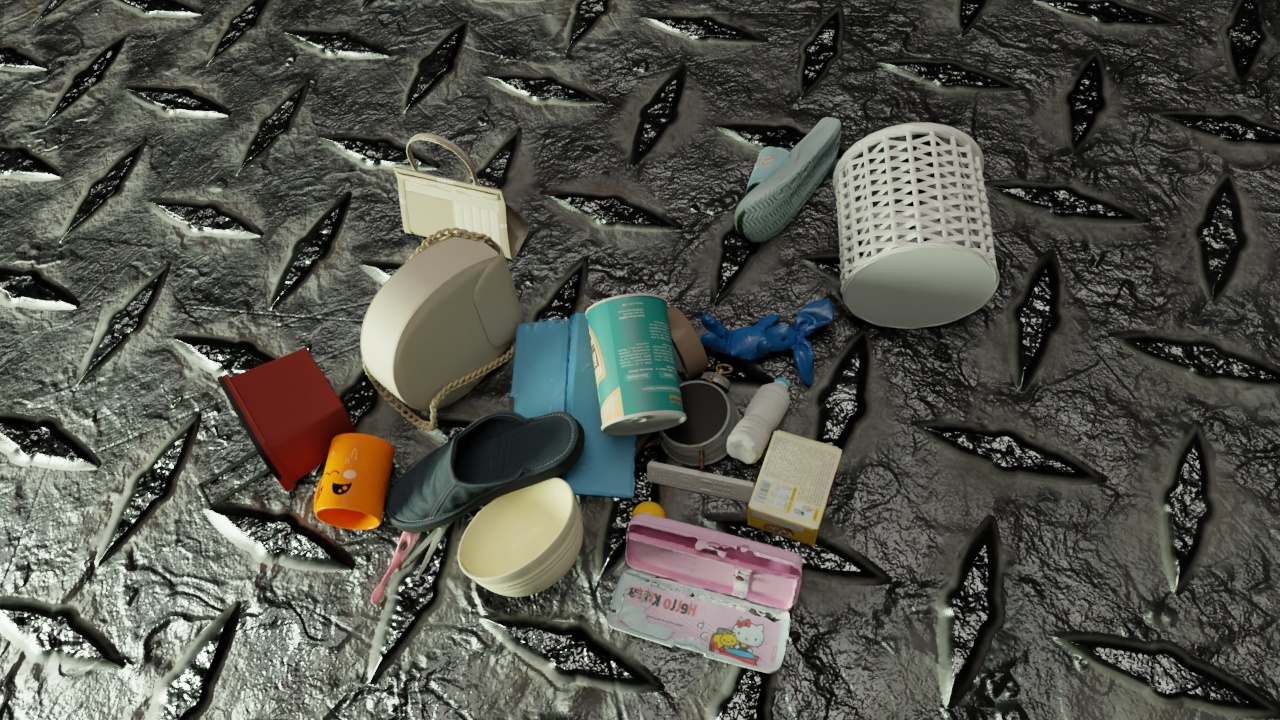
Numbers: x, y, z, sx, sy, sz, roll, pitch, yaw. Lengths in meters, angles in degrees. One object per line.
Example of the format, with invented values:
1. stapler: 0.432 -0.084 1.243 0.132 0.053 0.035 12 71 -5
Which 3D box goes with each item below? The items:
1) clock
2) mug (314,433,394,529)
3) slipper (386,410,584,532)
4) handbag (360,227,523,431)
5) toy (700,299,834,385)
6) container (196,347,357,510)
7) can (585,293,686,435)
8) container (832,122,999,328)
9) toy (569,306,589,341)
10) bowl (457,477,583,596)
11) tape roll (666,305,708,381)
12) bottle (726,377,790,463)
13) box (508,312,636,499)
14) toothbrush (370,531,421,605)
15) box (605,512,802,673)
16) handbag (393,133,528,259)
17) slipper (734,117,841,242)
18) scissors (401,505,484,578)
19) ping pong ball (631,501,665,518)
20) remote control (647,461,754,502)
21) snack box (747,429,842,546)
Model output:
1. clock: 0.076 0.064 1.131 0.104 0.056 0.147 19 68 26
2. mug: -0.361 0.153 1.129 0.113 0.077 0.095 -18 54 32
3. slipper: -0.201 0.115 1.082 0.266 0.083 0.108 -22 47 16
4. handbag: -0.237 -0.039 1.137 0.103 0.211 0.208 34 67 23
5. toy: 0.160 -0.023 1.167 0.176 0.071 0.112 0 62 -5
6. container: -0.475 0.092 1.147 0.200 0.127 0.148 -31 61 -19
7. can: -0.006 0.006 1.079 0.099 0.099 0.143 -9 74 1
8. container: 0.343 -0.166 1.157 0.189 0.189 0.186 0 61 6
9. toy: -0.051 -0.032 1.211 0.103 0.046 0.084 38 57 19
10. bowl: -0.125 0.211 1.045 0.151 0.075 0.150 -22 31 14
11. tape roll: 0.048 -0.021 1.162 0.030 0.094 0.093 -29 61 -11
12. bottle: 0.148 0.068 1.115 0.044 0.044 0.135 22 45 18
13. box: -0.086 0.054 1.134 0.175 0.060 0.231 -1 73 7
14. toothbrush: -0.288 0.231 1.102 0.022 0.016 0.134 15 60 14
15. box: 0.069 0.257 1.011 0.201 0.111 0.101 13 37 13
16. handbag: -0.263 -0.236 1.261 0.176 0.198 0.062 15 63 15
17. slipper: 0.200 -0.258 1.281 0.074 0.104 0.244 30 61 23
18. scissors: -0.240 0.184 1.124 0.153 0.014 0.130 -28 61 -13
19. ping pong ball: 0.010 0.186 1.078 0.040 0.040 0.040 -3 60 5
20. remote control: 0.072 0.145 1.099 0.131 0.033 0.012 10 46 12
21. snack box: 0.179 0.148 1.068 0.084 0.061 0.105 16 63 16
